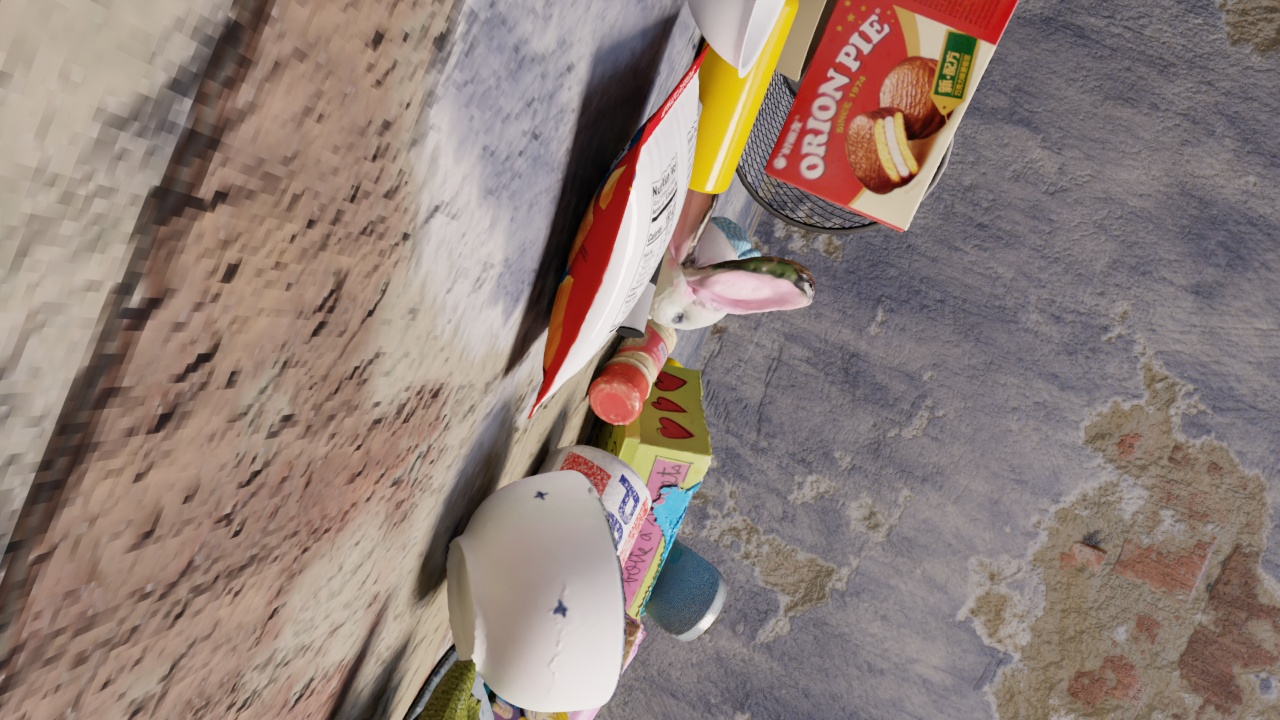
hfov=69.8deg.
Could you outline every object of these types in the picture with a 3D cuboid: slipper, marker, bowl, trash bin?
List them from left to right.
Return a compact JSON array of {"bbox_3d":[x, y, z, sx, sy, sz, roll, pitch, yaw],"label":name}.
[{"bbox_3d":[-0.121,0.254,0.577,0.137,0.057,0.137,26,88,-84],"label":"bowl"},{"bbox_3d":[-0.055,0.110,0.435,0.114,0.063,0.113,177,-90,-66],"label":"bowl"},{"bbox_3d":[0.010,0.207,0.916,0.098,0.054,0.269,-58,-152,-13],"label":"slipper"},{"bbox_3d":[0.011,-0.080,0.500,0.016,0.016,0.140,91,13,-77],"label":"marker"},{"bbox_3d":[0.046,-0.181,0.390,0.110,0.040,0.110,26,88,-85],"label":"bowl"},{"bbox_3d":[0.116,-0.274,0.627,0.152,0.050,0.152,26,88,-85],"label":"bowl"},{"bbox_3d":[0.188,-0.248,0.842,0.209,0.184,0.185,-69,179,-50],"label":"trash bin"}]

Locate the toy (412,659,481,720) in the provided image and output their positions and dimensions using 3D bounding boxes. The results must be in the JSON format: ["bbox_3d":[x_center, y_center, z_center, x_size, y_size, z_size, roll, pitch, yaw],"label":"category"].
[{"bbox_3d":[-0.110,0.217,0.407,0.153,0.078,0.179,70,44,-71],"label":"toy"}]

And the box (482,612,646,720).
[{"bbox_3d":[-0.084,0.272,0.709,0.231,0.084,0.053,-60,171,14],"label":"box"}]

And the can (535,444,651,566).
[{"bbox_3d":[-0.052,0.127,0.584,0.078,0.078,0.135,106,10,-56],"label":"can"}]

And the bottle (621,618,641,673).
[{"bbox_3d":[-0.058,0.185,0.628,0.056,0.105,0.056,26,88,-85],"label":"bottle"}]

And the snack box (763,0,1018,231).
[{"bbox_3d":[0.187,-0.222,0.653,0.060,0.113,0.237,-52,164,-73],"label":"snack box"}]

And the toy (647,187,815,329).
[{"bbox_3d":[0.039,-0.073,0.682,0.106,0.131,0.205,-35,-176,2],"label":"toy"}]

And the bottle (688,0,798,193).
[{"bbox_3d":[0.054,-0.169,0.522,0.043,0.043,0.144,-58,171,-56],"label":"bottle"}]

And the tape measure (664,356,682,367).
[{"bbox_3d":[0.016,0.026,0.887,0.066,0.064,0.037,107,8,-48],"label":"tape measure"}]

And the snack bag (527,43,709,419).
[{"bbox_3d":[-0.006,-0.059,0.413,0.130,0.039,0.144,-66,-179,-57],"label":"snack bag"}]

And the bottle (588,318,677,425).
[{"bbox_3d":[-0.004,0.004,0.713,0.108,0.044,0.044,-60,172,-53],"label":"bottle"}]

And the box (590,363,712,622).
[{"bbox_3d":[-0.010,0.115,0.807,0.124,0.080,0.221,-93,-164,-52],"label":"box"}]
